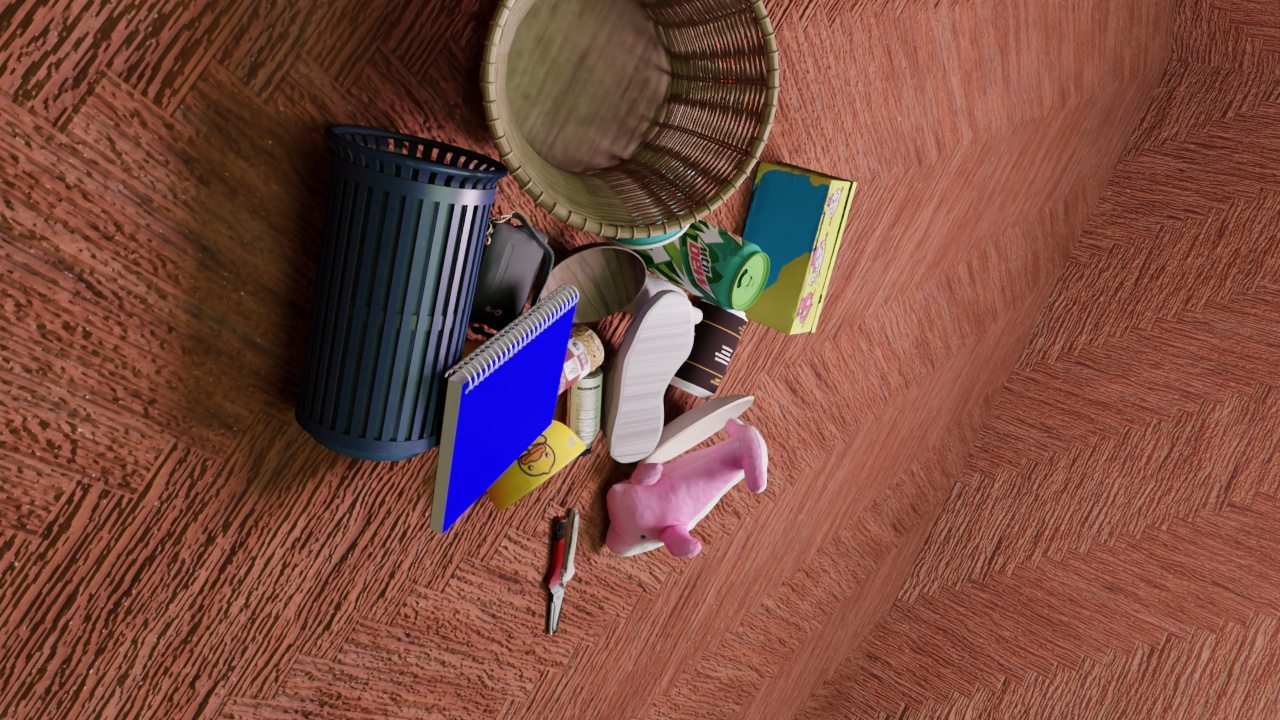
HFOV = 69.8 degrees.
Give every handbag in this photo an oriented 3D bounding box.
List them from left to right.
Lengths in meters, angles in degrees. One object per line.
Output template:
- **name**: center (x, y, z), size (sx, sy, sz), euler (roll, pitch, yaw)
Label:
- **handbag**: center (-0.137, -0.083, 0.899), size (0.079, 0.054, 0.128), euler (9, 105, -52)

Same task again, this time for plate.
- **plate**: center (0.070, 0.091, 1.258), size (0.188, 0.027, 0.189), euler (-30, 167, -8)

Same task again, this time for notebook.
- **notebook**: center (-0.123, 0.037, 0.850), size (0.208, 0.022, 0.172), euler (-47, 156, -56)

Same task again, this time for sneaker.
- **sneaker**: center (-0.006, 0.007, 1.107), size (0.099, 0.089, 0.237), euler (-3, 124, -32)

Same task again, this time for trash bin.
- **trash bin**: center (-0.202, -0.051, 0.752), size (0.139, 0.139, 0.250), euler (-9, 119, -52)

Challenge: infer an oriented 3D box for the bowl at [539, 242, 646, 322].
- **bowl**: center (-0.055, -0.092, 0.996), size (0.119, 0.032, 0.119), euler (-14, 146, -10)

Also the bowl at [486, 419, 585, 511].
- **bowl**: center (-0.126, 0.105, 1.003), size (0.117, 0.067, 0.117), euler (-36, 180, 0)

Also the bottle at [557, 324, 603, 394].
- **bottle**: center (-0.094, 0.007, 1.012), size (0.105, 0.056, 0.056), euler (-36, 137, -38)

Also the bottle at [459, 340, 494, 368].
- **bottle**: center (-0.177, 0.002, 0.904), size (0.143, 0.043, 0.043), euler (-2, 112, -54)

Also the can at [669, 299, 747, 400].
- **can**: center (0.090, -0.016, 1.244), size (0.072, 0.072, 0.128), euler (24, 91, -57)

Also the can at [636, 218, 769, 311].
- **can**: center (0.073, -0.119, 1.080), size (0.082, 0.144, 0.083), euler (-37, 143, -35)

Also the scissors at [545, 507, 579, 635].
- **scissors**: center (-0.109, 0.284, 1.207), size (0.140, 0.015, 0.188), euler (32, 84, -58)

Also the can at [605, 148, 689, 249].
- **can**: center (-0.004, -0.205, 0.964), size (0.099, 0.099, 0.144), euler (-44, 141, -30)

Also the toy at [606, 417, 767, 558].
- **toy**: center (0.043, 0.167, 1.223), size (0.266, 0.186, 0.128), euler (-36, 121, 14)

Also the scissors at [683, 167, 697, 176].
- **scissors**: center (0.029, -0.224, 1.081), size (0.138, 0.015, 0.118), euler (-40, 140, -38)

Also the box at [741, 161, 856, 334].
- **box**: center (0.205, -0.157, 1.274), size (0.079, 0.124, 0.221), euler (-8, 115, -53)

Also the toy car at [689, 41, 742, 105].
- **toy car**: center (0.083, -0.331, 1.052), size (0.100, 0.051, 0.049), euler (27, 89, -57)

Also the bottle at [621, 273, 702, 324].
- **bottle**: center (0.021, -0.073, 1.128), size (0.195, 0.052, 0.052), euler (16, 97, -57)

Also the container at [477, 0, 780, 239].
- **container**: center (-0.028, -0.231, 0.759), size (0.226, 0.196, 0.227), euler (-5, 110, -15)

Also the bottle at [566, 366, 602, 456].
- **bottle**: center (-0.068, 0.062, 1.099), size (0.041, 0.041, 0.116), euler (-27, 131, -44)
